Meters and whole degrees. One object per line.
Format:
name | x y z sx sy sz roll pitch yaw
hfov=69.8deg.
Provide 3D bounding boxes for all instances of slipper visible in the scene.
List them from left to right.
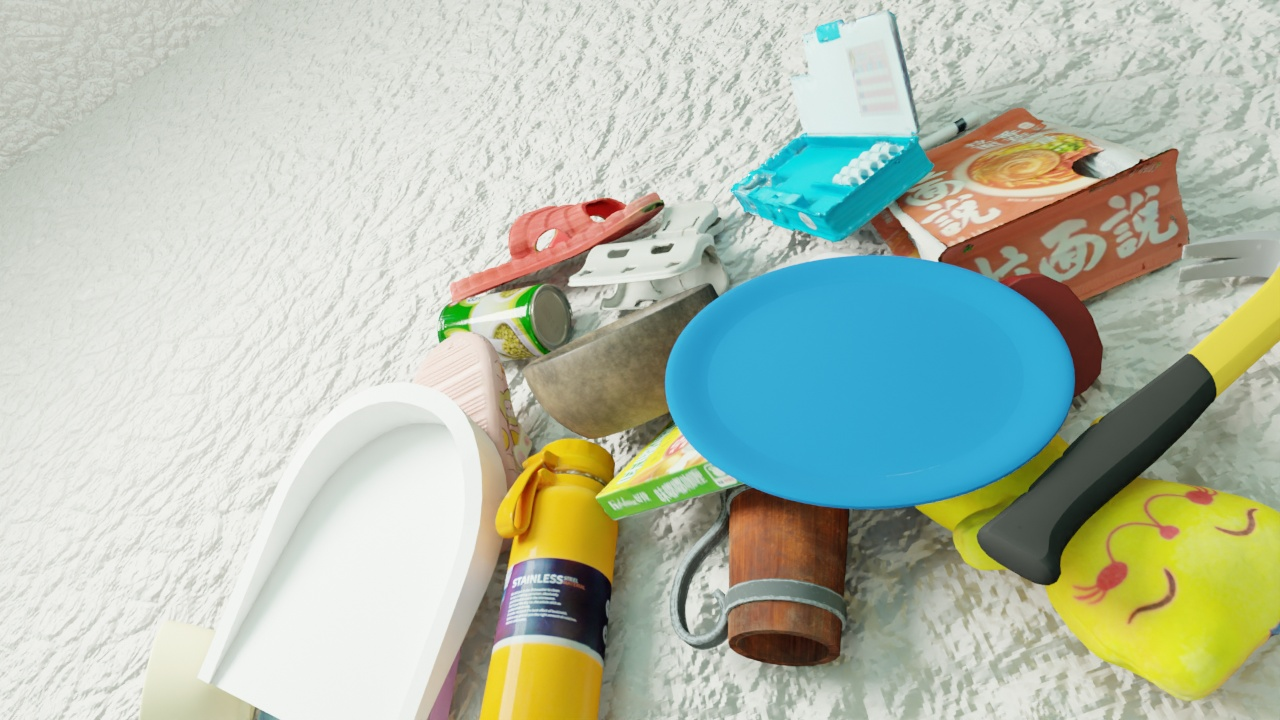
slipper | -0.137 0.075 0.789 0.093 0.081 0.197 -21 68 22
slipper | -0.095 -0.123 0.915 0.249 0.059 0.103 -20 7 24

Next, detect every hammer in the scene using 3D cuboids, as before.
hammer | 0.293 0.012 0.487 0.322 0.029 0.127 -32 38 -22

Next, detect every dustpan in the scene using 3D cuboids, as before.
dustpan | -0.208 0.142 0.687 0.192 0.053 0.257 13 67 25

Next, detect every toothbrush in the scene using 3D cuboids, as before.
toothbrush | 0.208 -0.167 0.802 0.187 0.012 0.017 -28 38 12

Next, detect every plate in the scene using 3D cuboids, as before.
plate | 0.127 0.009 0.532 0.224 0.024 0.223 -8 37 6

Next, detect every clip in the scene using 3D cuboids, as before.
clip | 0.025 -0.083 0.836 0.127 0.105 0.151 2 23 36

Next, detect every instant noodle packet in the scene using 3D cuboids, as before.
instant noodle packet | 0.265 -0.123 0.690 0.164 0.084 0.220 -25 30 7

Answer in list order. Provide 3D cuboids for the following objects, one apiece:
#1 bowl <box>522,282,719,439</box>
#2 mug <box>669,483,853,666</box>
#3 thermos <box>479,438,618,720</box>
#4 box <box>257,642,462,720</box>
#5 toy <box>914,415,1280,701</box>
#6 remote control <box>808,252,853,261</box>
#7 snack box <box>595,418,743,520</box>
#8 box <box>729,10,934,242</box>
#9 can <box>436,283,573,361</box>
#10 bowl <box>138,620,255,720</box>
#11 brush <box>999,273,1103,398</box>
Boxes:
bowl | -0.004 0.004 0.713 0.162 0.070 0.162 -25 5 2
mug | 0.076 0.128 0.580 0.118 0.081 0.110 -12 51 27
thermos | -0.060 0.160 0.638 0.076 0.091 0.232 -6 49 15
box | -0.207 0.228 0.691 0.151 0.041 0.213 -1 61 14
toy | 0.234 0.095 0.490 0.134 0.087 0.194 -28 39 -24
remote control | 0.184 -0.060 0.721 0.137 0.013 0.043 17 65 44
snack box | 0.055 0.047 0.624 0.131 0.027 0.168 -43 8 -35
box | 0.156 -0.181 0.746 0.227 0.086 0.168 -127 54 -72
can | -0.132 -0.032 0.883 0.121 0.067 0.067 -8 49 31
bowl | -0.358 0.275 0.756 0.074 0.118 0.117 5 42 -15
brush | 0.204 0.013 0.594 0.173 0.082 0.041 -31 3 8
